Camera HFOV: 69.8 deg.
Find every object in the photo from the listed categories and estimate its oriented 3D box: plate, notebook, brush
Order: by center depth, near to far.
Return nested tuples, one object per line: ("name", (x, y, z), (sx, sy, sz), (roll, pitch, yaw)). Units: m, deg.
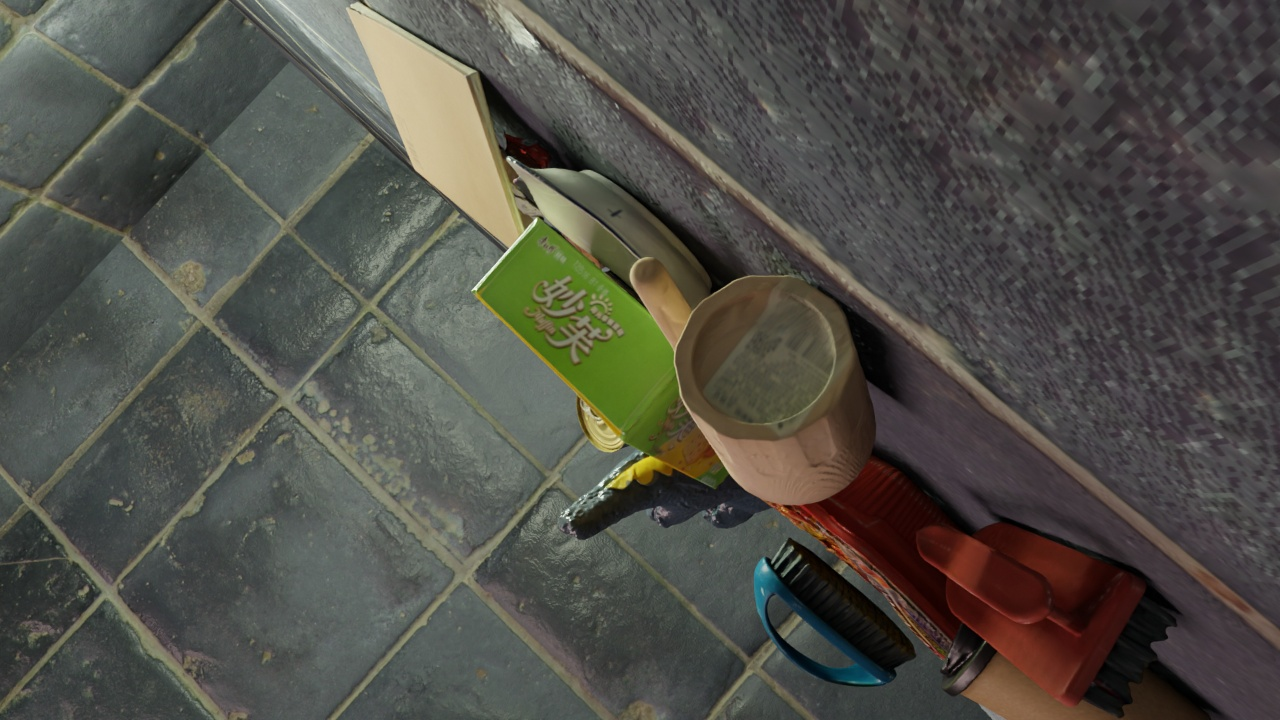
("brush", (0.187, 0.114, 0.458), (0.069, 0.063, 0.146), (31, 180, -5))
("plate", (-0.006, -0.071, 0.584), (0.164, 0.034, 0.163), (42, 178, 8))
("brush", (0.135, 0.195, 0.677), (0.144, 0.073, 0.055), (40, -173, -18))
("notebook", (-0.152, -0.173, 0.690), (0.211, 0.012, 0.150), (40, 154, 43))

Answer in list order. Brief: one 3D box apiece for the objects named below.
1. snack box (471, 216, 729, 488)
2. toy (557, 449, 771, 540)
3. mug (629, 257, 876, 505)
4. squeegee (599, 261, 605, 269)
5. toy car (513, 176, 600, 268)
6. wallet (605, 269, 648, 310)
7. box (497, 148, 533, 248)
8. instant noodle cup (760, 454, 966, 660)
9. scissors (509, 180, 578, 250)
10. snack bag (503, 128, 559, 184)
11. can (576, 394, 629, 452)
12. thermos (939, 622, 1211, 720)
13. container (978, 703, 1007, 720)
("snack box", (-0.004, 0.004, 0.653), (0.157, 0.070, 0.210), (42, -179, 25))
("toy", (0.083, 0.106, 0.868), (0.355, 0.138, 0.091), (8, -161, -42))
("mug", (0.053, 0.005, 0.445), (0.124, 0.084, 0.103), (40, 175, 27))
("squeegee", (0.016, -0.027, 0.966), (0.246, 0.039, 0.247), (36, 161, -13))
("toy car", (-0.067, -0.114, 0.791), (0.056, 0.037, 0.122), (32, 158, 40))
("wallet", (-0.015, -0.043, 0.885), (0.096, 0.020, 0.122), (36, 158, -13))
("box", (-0.156, -0.174, 0.878), (0.090, 0.059, 0.184), (41, 179, 12))
("instant noodle cup", (0.176, 0.129, 0.685), (0.164, 0.079, 0.189), (43, 176, -16))
("scissors", (-0.085, -0.114, 0.745), (0.169, 0.012, 0.147), (22, 149, 19))
("snack bag", (-0.069, -0.130, 0.650), (0.045, 0.026, 0.105), (40, 178, 17))
("can", (0.004, 0.039, 0.892), (0.111, 0.075, 0.075), (-15, -136, -40))
("thermos", (0.251, 0.189, 0.545), (0.143, 0.093, 0.093), (33, 175, 18))
("container", (0.309, 0.253, 0.694), (0.111, 0.090, 0.090), (46, 178, 2))
